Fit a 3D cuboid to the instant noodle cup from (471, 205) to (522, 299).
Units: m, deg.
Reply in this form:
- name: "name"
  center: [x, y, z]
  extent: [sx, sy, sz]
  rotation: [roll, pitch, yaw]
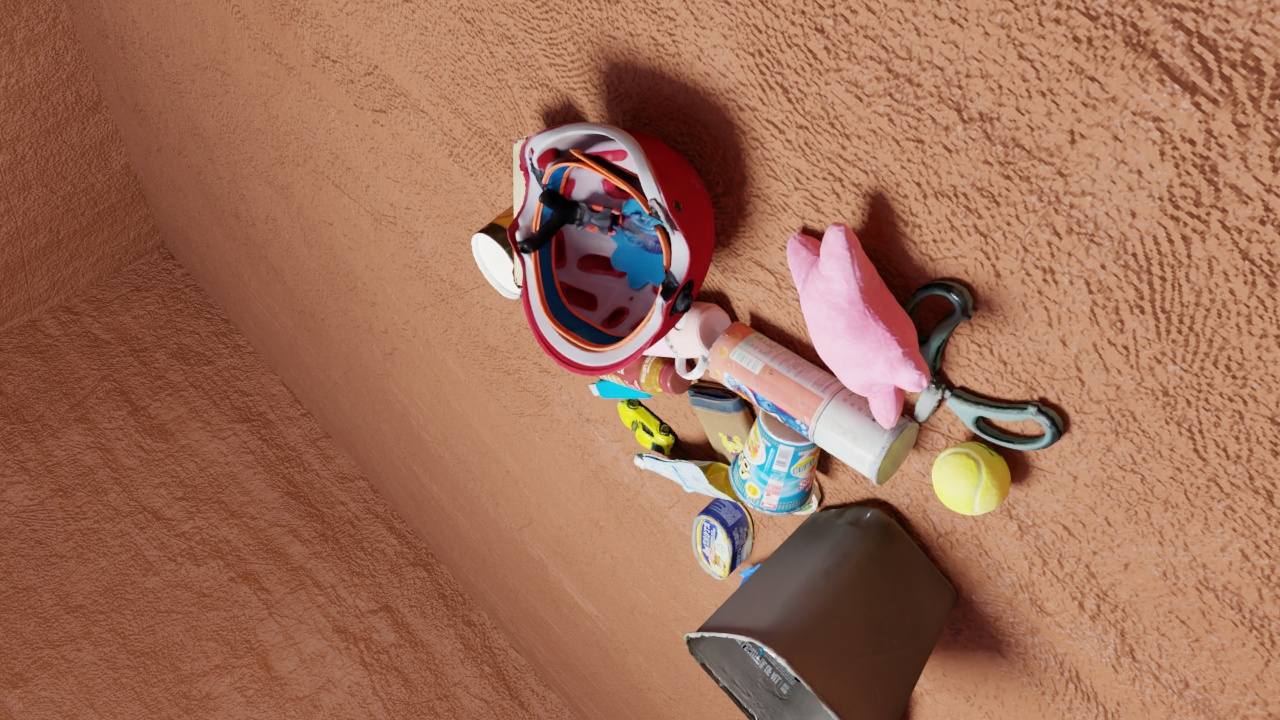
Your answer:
- name: "instant noodle cup"
  center: [-0.131, -0.141, 1.111]
  extent: [0.118, 0.114, 0.119]
  rotation: [37, 150, 26]

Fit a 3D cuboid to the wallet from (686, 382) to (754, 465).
- name: "wallet"
  center: [0.107, 0.081, 1.111]
  extent: [0.090, 0.033, 0.115]
  rotation: [10, 135, 50]

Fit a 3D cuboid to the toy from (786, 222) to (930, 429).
- name: "toy"
  center: [0.183, -0.035, 0.804]
  extent: [0.179, 0.074, 0.194]
  rotation: [87, 158, -73]

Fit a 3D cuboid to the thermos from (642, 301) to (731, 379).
- name: "thermos"
  center: [0.021, -0.027, 1.054]
  extent: [0.067, 0.087, 0.199]
  rotation: [18, 174, -36]

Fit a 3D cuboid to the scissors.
- name: "scissors"
  center: [0.284, 0.017, 0.782]
  extent: [0.179, 0.019, 0.171]
  rotation: [35, 147, 27]

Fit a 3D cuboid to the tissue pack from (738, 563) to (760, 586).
- name: "tissue pack"
  center: [0.202, 0.341, 1.253]
  extent: [0.157, 0.052, 0.095]
  rotation: [48, 154, 6]

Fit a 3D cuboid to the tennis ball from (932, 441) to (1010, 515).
- name: "tennis ball"
  center: [0.295, 0.105, 0.818]
  extent: [0.065, 0.065, 0.066]
  rotation: [37, 149, 26]

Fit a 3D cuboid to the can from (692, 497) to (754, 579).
- name: "can"
  center: [0.113, 0.246, 1.275]
  extent: [0.074, 0.049, 0.148]
  rotation: [36, 149, 28]

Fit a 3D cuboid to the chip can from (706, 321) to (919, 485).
- name: "chip can"
  center: [0.167, 0.038, 0.924]
  extent: [0.215, 0.071, 0.071]
  rotation: [34, 148, 31]

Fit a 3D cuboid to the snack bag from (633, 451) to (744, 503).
- name: "snack bag"
  center: [0.068, 0.153, 1.216]
  extent: [0.110, 0.038, 0.191]
  rotation: [24, 168, -23]

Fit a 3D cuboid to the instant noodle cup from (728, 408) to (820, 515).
- name: "instant noodle cup"
  center: [0.154, 0.098, 1.000]
  extent: [0.099, 0.099, 0.110]
  rotation: [37, 143, 25]

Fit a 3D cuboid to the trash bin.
- name: "trash bin"
  center: [0.203, 0.290, 0.998]
  extent: [0.199, 0.219, 0.199]
  rotation: [48, 152, -6]

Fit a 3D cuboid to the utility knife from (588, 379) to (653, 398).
- name: "utility knife"
  center: [-0.031, 0.038, 1.278]
  extent: [0.179, 0.018, 0.034]
  rotation: [-7, 103, 60]

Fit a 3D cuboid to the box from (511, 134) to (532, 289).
- name: "box"
  center: [-0.106, -0.160, 1.007]
  extent: [0.091, 0.077, 0.168]
  rotation: [15, 107, 60]

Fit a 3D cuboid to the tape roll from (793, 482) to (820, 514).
- name: "tape roll"
  center: [0.171, 0.153, 1.089]
  extent: [0.086, 0.013, 0.086]
  rotation: [21, 146, 15]

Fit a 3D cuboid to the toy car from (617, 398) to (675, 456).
- name: "toy car"
  center: [0.004, 0.093, 1.276]
  extent: [0.105, 0.032, 0.048]
  rotation: [41, 151, 23]

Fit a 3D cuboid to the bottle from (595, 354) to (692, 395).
- name: "bottle"
  center: [-0.007, 0.007, 1.162]
  extent: [0.175, 0.057, 0.057]
  rotation: [16, 136, 48]

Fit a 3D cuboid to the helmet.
- name: "helmet"
  center: [-0.016, -0.114, 0.909]
  extent: [0.207, 0.143, 0.240]
  rotation: [24, 118, 31]
